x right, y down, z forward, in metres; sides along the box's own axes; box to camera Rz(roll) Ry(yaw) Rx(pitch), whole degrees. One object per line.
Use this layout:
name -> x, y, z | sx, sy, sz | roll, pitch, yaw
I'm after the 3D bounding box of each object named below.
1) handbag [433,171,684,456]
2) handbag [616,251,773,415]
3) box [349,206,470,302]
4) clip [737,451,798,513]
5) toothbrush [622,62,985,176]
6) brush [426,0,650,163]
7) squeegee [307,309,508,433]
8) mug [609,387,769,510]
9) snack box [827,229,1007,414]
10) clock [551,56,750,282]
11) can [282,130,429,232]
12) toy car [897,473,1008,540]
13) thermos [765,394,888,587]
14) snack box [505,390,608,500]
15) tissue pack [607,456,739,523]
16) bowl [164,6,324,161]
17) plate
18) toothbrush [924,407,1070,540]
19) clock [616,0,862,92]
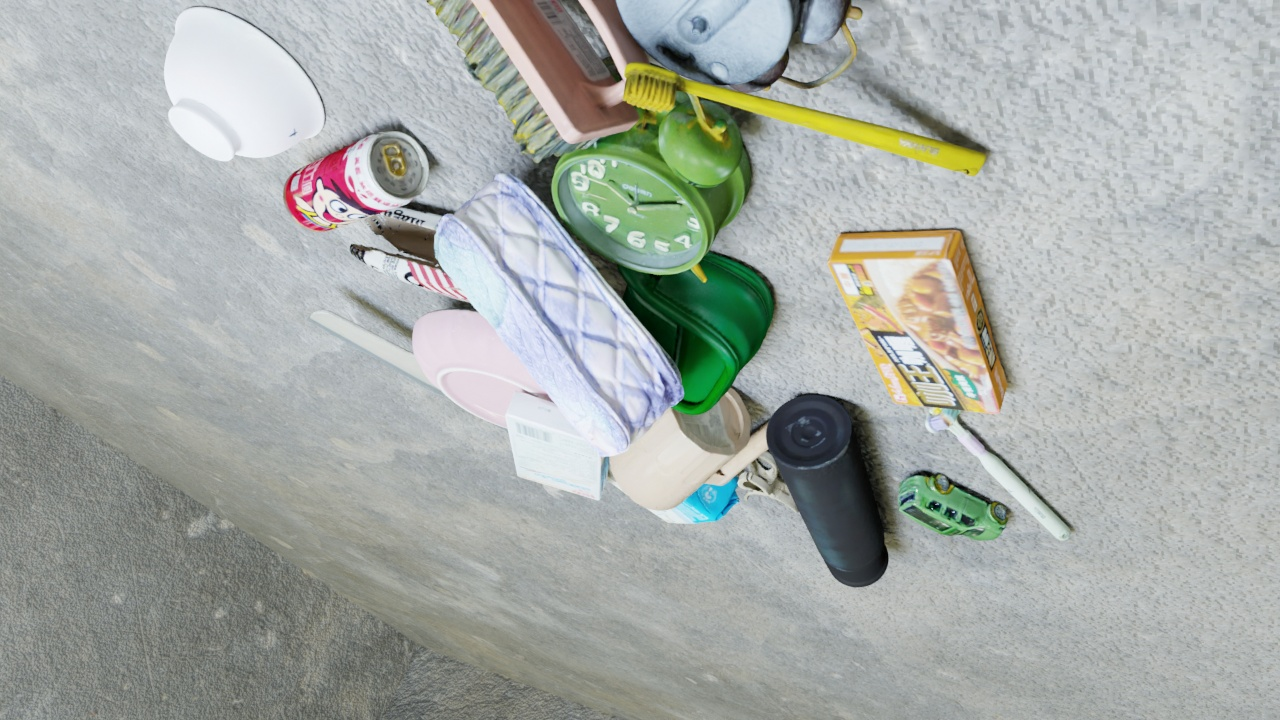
handbag -> -0.053, -0.027, 0.619 | 0.194, 0.075, 0.134 | 52, 163, -2
handbag -> 0.027, -0.028, 0.665 | 0.120, 0.067, 0.132 | 34, 155, 4
box -> -0.149, -0.089, 0.734 | 0.164, 0.077, 0.074 | 15, 179, 20
clip -> 0.118, 0.116, 0.869 | 0.060, 0.034, 0.097 | 10, 154, 26
toothbrush -> 0.082, -0.111, 0.439 | 0.190, 0.016, 0.016 | 9, 176, -17
brush -> -0.055, -0.173, 0.447 | 0.073, 0.063, 0.145 | -33, 90, 36
squeegee -> -0.155, -0.018, 0.858 | 0.246, 0.039, 0.247 | 33, 151, -27
mug -> 0.051, 0.072, 0.789 | 0.124, 0.084, 0.104 | 11, 144, -27
snack box -> 0.178, -0.022, 0.581 | 0.075, 0.026, 0.154 | 4, 146, 37
clock -> 0.003, -0.113, 0.537 | 0.116, 0.056, 0.161 | 19, 151, 11
can -> -0.215, -0.133, 0.690 | 0.133, 0.053, 0.053 | -5, 140, 45
toy car -> 0.259, 0.125, 0.763 | 0.091, 0.036, 0.043 | 23, 152, -2
thermos -> 0.162, 0.119, 0.805 | 0.090, 0.068, 0.243 | 34, 163, 38
snack box -> -0.072, 0.080, 0.822 | 0.085, 0.026, 0.157 | 16, 155, 5
tissue pack -> 0.023, 0.105, 0.894 | 0.140, 0.063, 0.090 | 38, 154, -18
bowl -> -0.297, -0.184, 0.659 | 0.118, 0.064, 0.118 | 20, 152, 11
plate -> -0.118, 0.022, 0.818 | 0.192, 0.039, 0.193 | 16, 154, 8
toothbrush -> 0.278, 0.089, 0.700 | 0.189, 0.029, 0.020 | 39, -168, -27
clock -> 0.045, -0.164, 0.413 | 0.122, 0.055, 0.082 | 35, 151, -18
